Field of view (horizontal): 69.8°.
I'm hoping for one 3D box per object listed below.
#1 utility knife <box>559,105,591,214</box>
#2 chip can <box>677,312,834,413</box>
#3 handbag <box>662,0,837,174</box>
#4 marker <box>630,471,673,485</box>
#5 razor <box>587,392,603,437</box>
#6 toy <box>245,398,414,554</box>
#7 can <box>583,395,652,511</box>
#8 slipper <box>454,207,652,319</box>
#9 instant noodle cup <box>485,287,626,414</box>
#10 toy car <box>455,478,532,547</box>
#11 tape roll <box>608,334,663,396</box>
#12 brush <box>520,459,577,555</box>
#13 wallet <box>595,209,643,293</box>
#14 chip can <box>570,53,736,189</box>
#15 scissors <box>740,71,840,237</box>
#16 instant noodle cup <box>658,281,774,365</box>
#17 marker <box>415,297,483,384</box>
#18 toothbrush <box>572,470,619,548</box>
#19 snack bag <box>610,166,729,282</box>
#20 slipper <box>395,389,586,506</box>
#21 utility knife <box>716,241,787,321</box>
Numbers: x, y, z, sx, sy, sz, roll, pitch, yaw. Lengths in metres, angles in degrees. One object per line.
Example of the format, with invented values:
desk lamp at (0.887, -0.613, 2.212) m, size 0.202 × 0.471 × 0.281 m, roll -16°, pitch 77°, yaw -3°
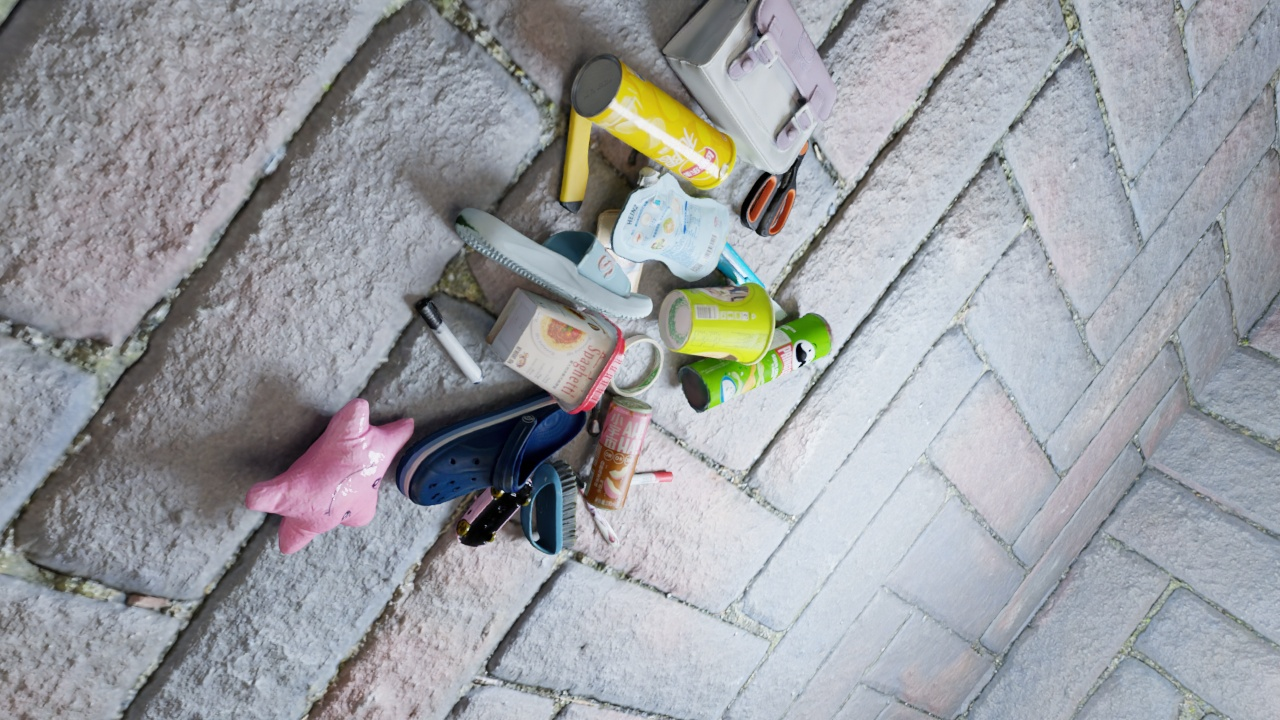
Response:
utility knife at (-0.068, -0.236, 1.004) m, size 0.033 × 0.015 × 0.157 m, roll -13°, pitch 123°, yaw -41°
chip can at (0.167, 0.000, 1.308) m, size 0.235 × 0.072 × 0.072 m, roll -22°, pitch 129°, yaw -27°
handbag at (0.139, -0.332, 1.061) m, size 0.145 × 0.098 × 0.197 m, roll -55°, pitch 137°, yaw -5°
marker at (-0.012, 0.170, 1.310) m, size 0.145 × 0.017 × 0.017 m, roll 1°, pitch 115°, yaw -40°
razor at (-0.058, 0.043, 1.186) m, size 0.042 × 0.022 × 0.143 m, roll -16°, pitch 126°, yaw -29°
toy at (-0.319, 0.126, 0.988) m, size 0.194 × 0.074 × 0.179 m, roll -45°, pitch 152°, yaw -23°
can at (-0.030, 0.124, 1.223) m, size 0.057 × 0.058 × 0.147 m, roll 7°, pitch 104°, yaw -42°
slipper at (-0.089, -0.114, 1.006) m, size 0.245 × 0.104 × 0.074 m, roll 26°, pitch 86°, yaw -35°
instant noodle cup at (-0.100, -0.017, 1.057) m, size 0.124 × 0.116 × 0.116 m, roll 27°, pitch 98°, yaw -34°
toy car at (-0.188, 0.187, 1.163) m, size 0.122 × 0.037 × 0.056 m, roll -48°, pitch 134°, yaw 14°
tape roll at (-0.007, 0.007, 1.210) m, size 0.085 × 0.014 × 0.086 m, roll -20°, pitch 128°, yaw -29°
brush at (-0.123, 0.199, 1.208) m, size 0.073 × 0.055 × 0.144 m, roll -19°, pitch 127°, yaw -31°
wallet at (-0.030, -0.125, 1.103) m, size 0.087 × 0.024 × 0.115 m, roll -8°, pitch 122°, yaw -41°
chip can at (0.019, -0.258, 1.011) m, size 0.213 × 0.072 × 0.072 m, roll 18°, pitch 104°, yaw -48°
scissors at (0.207, -0.266, 1.212) m, size 0.234 × 0.022 × 0.152 m, roll -49°, pitch 143°, yaw -9°
instant noodle cup at (0.093, -0.050, 1.199) m, size 0.123 × 0.111 × 0.112 m, roll 1°, pitch 116°, yaw -30°
marker at (-0.210, -0.020, 1.024) m, size 0.022 × 0.018 × 0.131 m, roll -48°, pitch 137°, yaw -18°
toothbrush at (-0.062, 0.214, 1.296) m, size 0.016 × 0.017 × 0.188 m, roll -41°, pitch 134°, yaw -17°
snack bag at (0.038, -0.159, 1.103) m, size 0.190 × 0.039 × 0.110 m, roll 14°, pitch 108°, yaw -52°
slipper at (-0.163, 0.116, 1.088) m, size 0.252 × 0.095 × 0.105 m, roll -24°, pitch 140°, yaw -33°
utility knife at (0.151, -0.107, 1.265) m, size 0.034 × 0.018 × 0.225 m, roll -53°, pitch 138°, yaw 0°
